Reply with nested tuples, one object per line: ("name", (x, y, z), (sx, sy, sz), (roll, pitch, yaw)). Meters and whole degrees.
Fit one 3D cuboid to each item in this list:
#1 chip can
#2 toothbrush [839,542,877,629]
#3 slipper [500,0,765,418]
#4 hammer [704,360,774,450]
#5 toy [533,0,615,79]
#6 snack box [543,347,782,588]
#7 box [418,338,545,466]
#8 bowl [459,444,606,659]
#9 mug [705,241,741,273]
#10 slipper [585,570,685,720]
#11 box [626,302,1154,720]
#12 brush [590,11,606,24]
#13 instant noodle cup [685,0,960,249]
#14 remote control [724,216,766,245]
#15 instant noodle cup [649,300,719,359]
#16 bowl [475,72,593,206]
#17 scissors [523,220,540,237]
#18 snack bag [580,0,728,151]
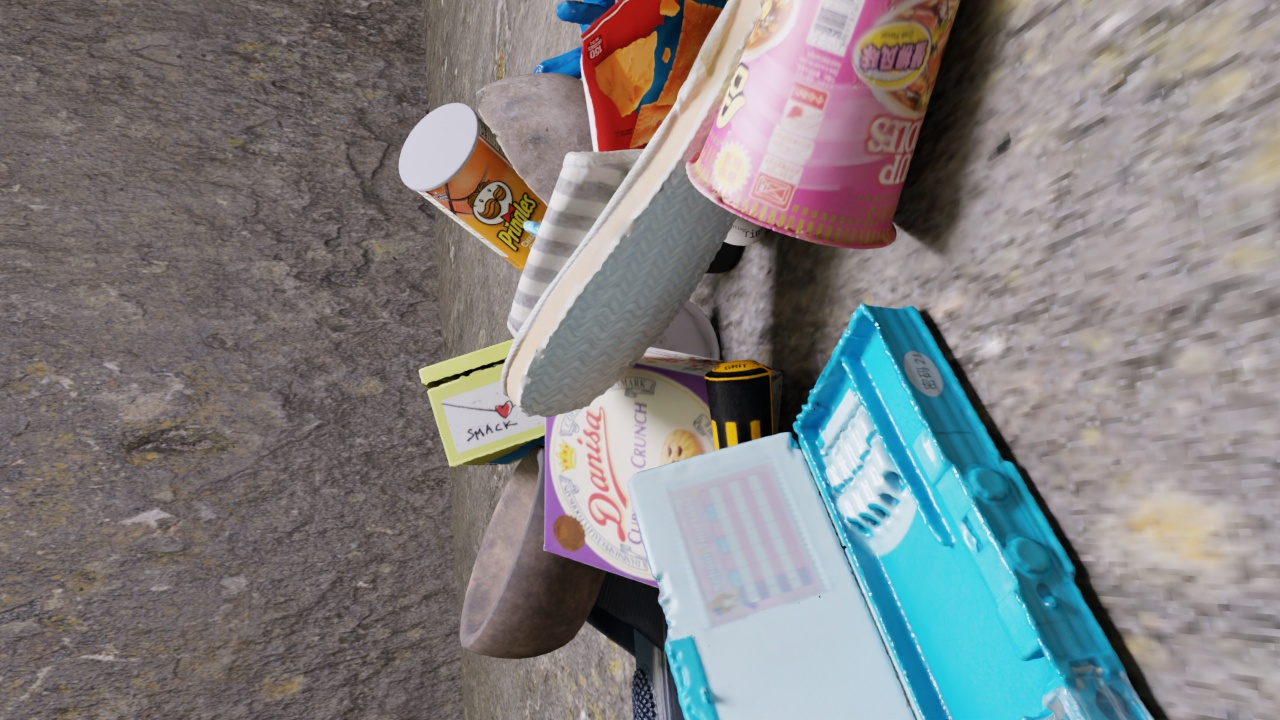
("chip can", (-0.099, -0.120, 0.766), (0.215, 0.075, 0.075), (38, -147, -52))
("toothbrush", (0.106, 0.114, 0.445), (0.135, 0.017, 0.022), (-123, 35, -58))
("slipper", (0.009, -0.085, 0.473), (0.054, 0.114, 0.273), (46, 111, 29))
("hammer", (0.069, 0.158, 0.499), (0.123, 0.036, 0.320), (8, 106, 61))
("toy", (-0.040, -0.307, 0.780), (0.112, 0.071, 0.177), (-115, 39, -47))
("snack box", (0.009, 0.066, 0.571), (0.148, 0.040, 0.143), (11, 108, 28))
("box", (-0.096, 0.037, 0.793), (0.221, 0.124, 0.083), (44, -153, -84))
("bowl", (-0.076, 0.152, 0.706), (0.163, 0.070, 0.162), (-59, 16, 29))
("mug", (0.009, -0.097, 0.611), (0.114, 0.088, 0.078), (-160, 69, -72))
("slipper", (-0.017, 0.208, 0.750), (0.101, 0.082, 0.263), (125, 139, -67))
("box", (0.096, 0.107, 0.373), (0.170, 0.086, 0.227), (-39, 46, 25))
("brush", (-0.012, -0.214, 0.626), (0.126, 0.017, 0.048), (-144, 54, -68))
("instant noodle cup", (0.082, -0.116, 0.385), (0.097, 0.097, 0.109), (-116, 38, -53))
("remote control", (0.064, -0.124, 0.519), (0.018, 0.038, 0.126), (-46, -25, -48))
("instant noodle cup", (-0.004, 0.004, 0.647), (0.108, 0.098, 0.098), (-24, 68, 51))
("bowl", (-0.043, -0.164, 0.728), (0.178, 0.081, 0.178), (52, -168, -16))
("scissors", (-0.022, -0.065, 0.670), (0.011, 0.134, 0.140), (-59, 22, -4))
("snack bag", (0.018, -0.159, 0.478), (0.039, 0.130, 0.144), (39, 165, 16))
